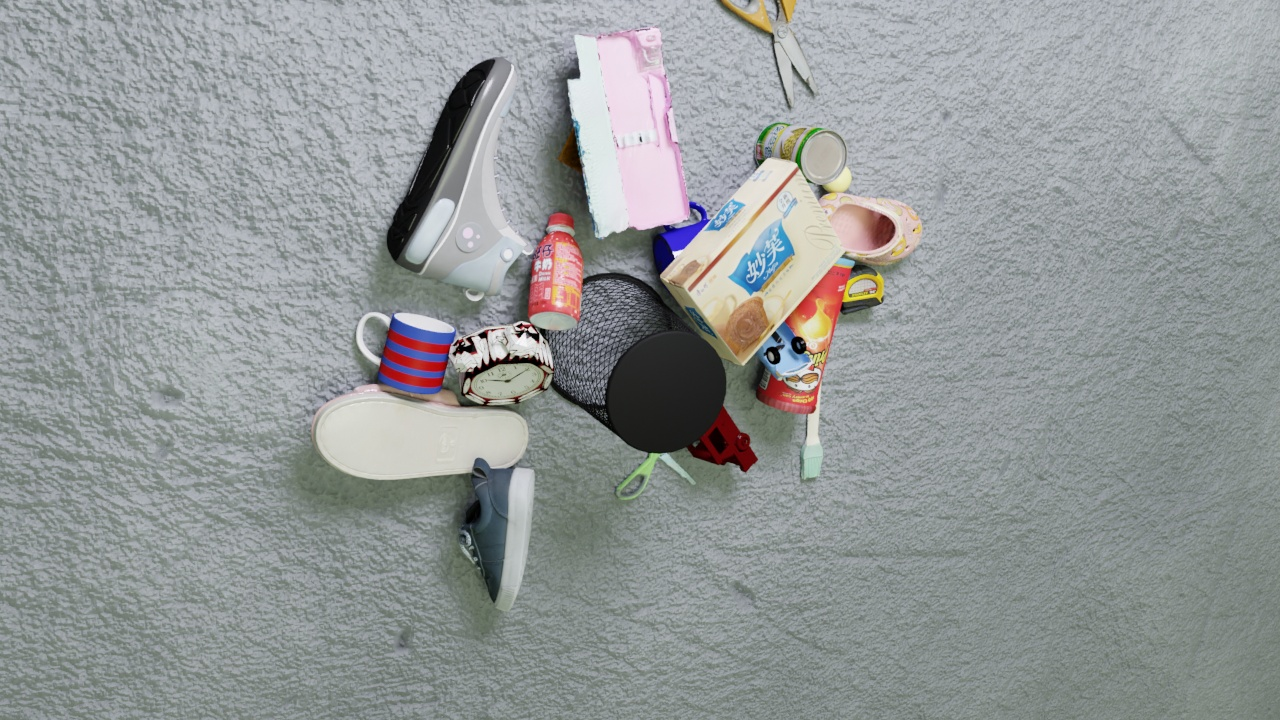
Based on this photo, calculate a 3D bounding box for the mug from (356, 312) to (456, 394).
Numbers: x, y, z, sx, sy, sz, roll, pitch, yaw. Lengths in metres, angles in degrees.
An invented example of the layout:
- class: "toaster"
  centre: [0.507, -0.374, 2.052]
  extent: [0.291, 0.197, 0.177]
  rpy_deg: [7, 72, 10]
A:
- class: "mug"
  centre: [-0.279, -0.014, 1.074]
  extent: [0.112, 0.075, 0.076]
  rpy_deg: [17, 101, 0]

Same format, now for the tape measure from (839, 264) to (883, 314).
- class: "tape measure"
  centre: [0.306, -0.104, 1.290]
  extent: [0.065, 0.037, 0.064]
  rpy_deg: [-18, 119, -1]

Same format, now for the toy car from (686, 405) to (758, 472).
- class: "toy car"
  centre: [0.089, 0.088, 1.241]
  extent: [0.061, 0.070, 0.170]
  rpy_deg: [-46, 120, -21]

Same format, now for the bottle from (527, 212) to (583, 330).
- class: "bottle"
  centre: [-0.099, -0.109, 1.090]
  extent: [0.062, 0.062, 0.137]
  rpy_deg: [13, 65, -25]

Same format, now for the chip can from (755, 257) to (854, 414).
- class: "chip can"
  centre: [0.224, -0.040, 1.252]
  extent: [0.087, 0.087, 0.213]
  rpy_deg: [7, 104, -24]

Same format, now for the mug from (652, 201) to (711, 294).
- class: "mug"
  centre: [0.064, -0.147, 1.163]
  extent: [0.083, 0.079, 0.111]
  rpy_deg: [-18, 85, -16]

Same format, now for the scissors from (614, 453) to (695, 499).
- class: "scissors"
  centre: [0.023, 0.123, 1.267]
  extent: [0.171, 0.021, 0.173]
  rpy_deg: [-48, 114, -6]

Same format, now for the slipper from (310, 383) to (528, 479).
- class: "slipper"
  centre: [-0.264, 0.088, 1.116]
  extent: [0.274, 0.054, 0.114]
  rpy_deg: [9, 101, -36]

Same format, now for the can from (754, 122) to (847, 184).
- class: "can"
  centre: [0.199, -0.260, 1.147]
  extent: [0.067, 0.121, 0.067]
  rpy_deg: [-7, 109, -20]

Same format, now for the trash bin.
- class: "trash bin"
  centre: [-0.007, 0.007, 1.105]
  extent: [0.183, 0.210, 0.184]
  rpy_deg: [-7, 110, -20]

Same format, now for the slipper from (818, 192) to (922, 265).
- class: "slipper"
  centre: [0.315, -0.171, 1.237]
  extent: [0.197, 0.081, 0.093]
  rpy_deg: [3, 110, -32]

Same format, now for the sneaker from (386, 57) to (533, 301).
- class: "sneaker"
  centre: [-0.170, -0.200, 1.048]
  extent: [0.160, 0.093, 0.257]
  rpy_deg: [25, 96, -35]

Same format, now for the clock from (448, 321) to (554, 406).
- class: "clock"
  centre: [-0.166, -0.008, 1.088]
  extent: [0.114, 0.065, 0.155]
  rpy_deg: [-14, 152, -1]

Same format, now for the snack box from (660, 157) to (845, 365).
- class: "snack box"
  centre: [0.140, -0.118, 1.119]
  extent: [0.207, 0.055, 0.153]
  rpy_deg: [-48, 128, -9]

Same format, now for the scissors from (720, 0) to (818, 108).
- class: "scissors"
  centre: [0.178, -0.433, 1.140]
  extent: [0.175, 0.016, 0.225]
  rpy_deg: [-45, 118, -2]

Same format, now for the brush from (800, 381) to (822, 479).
- class: "brush"
  centre: [0.254, 0.072, 1.345]
  extent: [0.033, 0.012, 0.218]
  rpy_deg: [-7, 108, -19]

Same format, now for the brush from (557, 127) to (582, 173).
- class: "brush"
  centre: [-0.036, -0.235, 1.120]
  extent: [0.126, 0.017, 0.048]
  rpy_deg: [25, 97, -27]

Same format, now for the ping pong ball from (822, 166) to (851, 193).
- class: "ping pong ball"
  centre: [0.261, -0.243, 1.224]
  extent: [0.040, 0.040, 0.040]
  rpy_deg: [-7, 110, -20]

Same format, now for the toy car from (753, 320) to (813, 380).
- class: "toy car"
  centre: [0.163, -0.036, 1.207]
  extent: [0.056, 0.153, 0.055]
  rpy_deg: [-21, 151, -25]

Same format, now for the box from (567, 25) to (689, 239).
- class: "box"
  centre: [-0.026, -0.264, 1.074]
  extent: [0.160, 0.062, 0.230]
  rpy_deg: [-20, 106, -36]

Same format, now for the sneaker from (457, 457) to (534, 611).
- class: "sneaker"
  centre: [-0.187, 0.226, 1.169]
  extent: [0.087, 0.089, 0.236]
  rpy_deg: [9, 120, -1]
